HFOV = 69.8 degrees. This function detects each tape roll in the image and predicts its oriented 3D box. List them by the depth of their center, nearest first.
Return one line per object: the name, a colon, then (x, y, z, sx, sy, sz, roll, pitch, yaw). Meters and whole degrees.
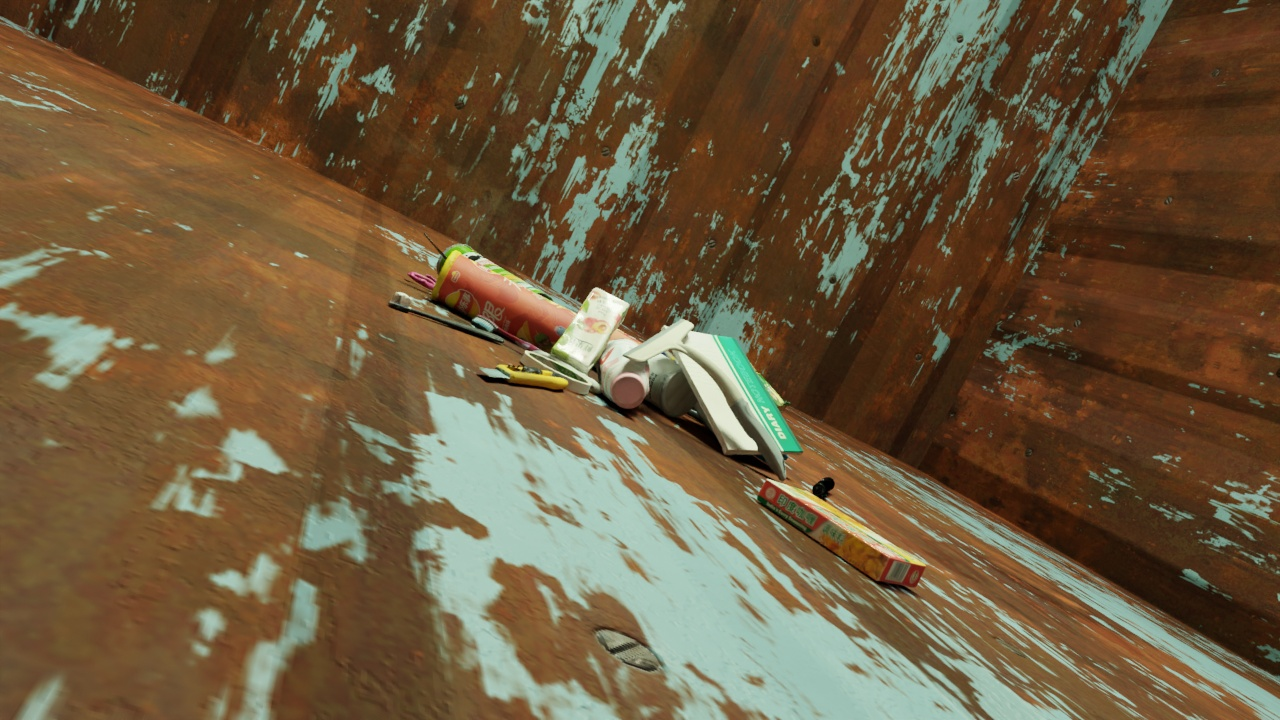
tape roll: (-0.097, 0.014, 1.052, 0.086, 0.014, 0.085, 27, 4, -2)

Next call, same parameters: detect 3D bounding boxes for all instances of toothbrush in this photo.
toothbrush: (-0.213, -0.045, 1.037, 0.016, 0.018, 0.181, 26, 1, 35)
toothbrush: (-0.127, -0.007, 1.111, 0.187, 0.016, 0.017, 30, 43, 13)

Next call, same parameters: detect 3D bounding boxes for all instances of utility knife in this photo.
utility knife: (-0.113, 0.015, 0.914, 0.033, 0.015, 0.197, 25, 3, 16)

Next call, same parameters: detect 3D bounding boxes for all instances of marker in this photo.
marker: (0.252, 0.174, 1.258, 0.022, 0.020, 0.132, 45, 9, 14)
marker: (0.087, 0.083, 1.370, 0.124, 0.015, 0.018, 26, -1, 15)

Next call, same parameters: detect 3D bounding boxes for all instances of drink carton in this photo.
drink carton: (-0.065, -0.031, 1.154, 0.053, 0.122, 0.046, 28, -38, 4)

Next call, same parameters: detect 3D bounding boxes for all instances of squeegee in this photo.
squeegee: (0.109, 0.049, 1.149, 0.246, 0.039, 0.246, 49, 22, 3)

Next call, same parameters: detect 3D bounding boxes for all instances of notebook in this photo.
notebook: (0.123, 0.041, 1.242, 0.150, 0.012, 0.209, 6, 46, -41)

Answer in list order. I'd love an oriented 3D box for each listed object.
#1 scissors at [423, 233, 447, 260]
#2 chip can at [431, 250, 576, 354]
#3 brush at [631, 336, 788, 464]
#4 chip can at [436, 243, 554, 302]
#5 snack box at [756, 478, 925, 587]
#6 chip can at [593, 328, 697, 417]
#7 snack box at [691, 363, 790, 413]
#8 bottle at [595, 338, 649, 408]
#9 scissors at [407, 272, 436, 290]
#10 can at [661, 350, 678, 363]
scissors: (-0.234, -0.107, 1.259, 0.141, 0.014, 0.174, 45, -8, 18)
chip can: (-0.164, -0.063, 1.206, 0.216, 0.073, 0.073, 28, 4, -7)
brush: (0.086, 0.049, 1.332, 0.109, 0.061, 0.314, 15, 19, -40)
chip can: (-0.223, -0.110, 1.403, 0.236, 0.072, 0.072, 31, 6, 42)
snack box: (0.192, 0.167, 0.892, 0.077, 0.027, 0.156, 21, 7, -45)
chip can: (-0.008, 0.008, 1.316, 0.071, 0.071, 0.215, 23, 5, -43)
snack box: (0.161, 0.071, 1.446, 0.105, 0.117, 0.118, 41, 11, 17)
bottle: (-0.020, 0.019, 1.135, 0.068, 0.068, 0.197, 27, 7, -7)
scissors: (-0.272, -0.094, 1.291, 0.133, 0.017, 0.124, 34, 4, 32)
can: (0.045, 0.021, 1.483, 0.074, 0.049, 0.148, 46, 3, 9)
